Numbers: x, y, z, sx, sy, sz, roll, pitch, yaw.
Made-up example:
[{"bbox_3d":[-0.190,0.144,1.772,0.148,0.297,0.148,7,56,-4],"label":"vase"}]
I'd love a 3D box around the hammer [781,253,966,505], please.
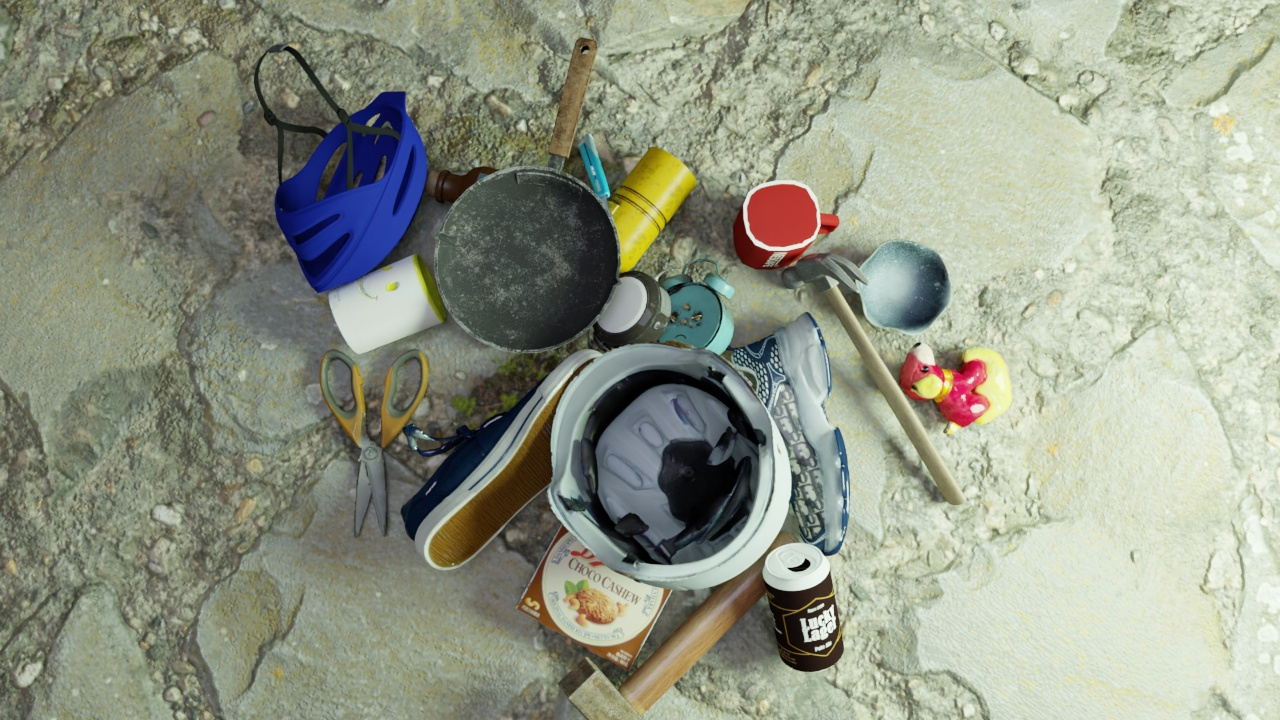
[{"bbox_3d":[0.272,0.024,1.034,0.030,0.119,0.331,-31,94,-19],"label":"hammer"}]

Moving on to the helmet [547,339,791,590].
[{"bbox_3d":[0.037,0.114,0.962,0.236,0.163,0.264,-45,58,-1],"label":"helmet"}]

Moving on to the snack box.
[{"bbox_3d":[-0.041,0.245,1.025,0.143,0.041,0.147,29,85,2],"label":"snack box"}]

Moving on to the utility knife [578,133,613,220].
[{"bbox_3d":[-0.045,-0.204,1.046,0.022,0.015,0.158,-39,48,24],"label":"utility knife"}]

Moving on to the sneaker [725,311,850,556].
[{"bbox_3d":[0.159,0.087,1.030,0.132,0.103,0.269,-10,84,13],"label":"sneaker"}]

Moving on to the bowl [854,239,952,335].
[{"bbox_3d":[0.296,-0.081,1.057,0.110,0.055,0.110,0,85,-1],"label":"bowl"}]

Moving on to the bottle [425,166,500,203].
[{"bbox_3d":[-0.168,-0.186,1.056,0.157,0.068,0.067,14,84,1],"label":"bottle"}]

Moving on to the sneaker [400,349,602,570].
[{"bbox_3d":[-0.159,0.087,1.027,0.294,0.121,0.127,-46,46,-9],"label":"sneaker"}]

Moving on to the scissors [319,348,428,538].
[{"bbox_3d":[-0.319,0.087,1.051,0.166,0.016,0.225,14,84,1],"label":"scissors"}]

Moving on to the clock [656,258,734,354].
[{"bbox_3d":[0.063,-0.055,1.039,0.090,0.053,0.124,3,75,33],"label":"clock"}]

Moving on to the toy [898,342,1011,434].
[{"bbox_3d":[0.359,0.032,1.049,0.137,0.067,0.105,10,86,-12],"label":"toy"}]

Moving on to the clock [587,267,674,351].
[{"bbox_3d":[-0.017,-0.055,1.028,0.123,0.043,0.091,-15,63,27],"label":"clock"}]

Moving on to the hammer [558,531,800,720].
[{"bbox_3d":[0.070,0.303,1.006,0.300,0.037,0.158,-42,114,-12],"label":"hammer"}]

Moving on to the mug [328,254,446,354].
[{"bbox_3d":[-0.284,-0.063,1.034,0.106,0.082,0.082,-22,85,-2],"label":"mug"}]

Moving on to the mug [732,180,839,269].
[{"bbox_3d":[0.168,-0.154,1.042,0.116,0.096,0.080,-6,84,-2],"label":"mug"}]

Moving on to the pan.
[{"bbox_3d":[-0.100,-0.182,1.000,0.208,0.040,0.357,16,87,6],"label":"pan"}]

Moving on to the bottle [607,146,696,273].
[{"bbox_3d":[-0.013,-0.161,1.054,0.071,0.071,0.163,37,85,3],"label":"bottle"}]

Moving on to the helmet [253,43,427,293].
[{"bbox_3d":[-0.335,-0.212,0.984,0.148,0.227,0.241,11,67,33],"label":"helmet"}]

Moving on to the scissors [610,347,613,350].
[{"bbox_3d":[0.011,0.007,1.067,0.084,0.012,0.133,-18,84,-2],"label":"scissors"}]

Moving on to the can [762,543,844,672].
[{"bbox_3d":[0.176,0.268,0.989,0.072,0.072,0.129,-15,112,-3],"label":"can"}]
